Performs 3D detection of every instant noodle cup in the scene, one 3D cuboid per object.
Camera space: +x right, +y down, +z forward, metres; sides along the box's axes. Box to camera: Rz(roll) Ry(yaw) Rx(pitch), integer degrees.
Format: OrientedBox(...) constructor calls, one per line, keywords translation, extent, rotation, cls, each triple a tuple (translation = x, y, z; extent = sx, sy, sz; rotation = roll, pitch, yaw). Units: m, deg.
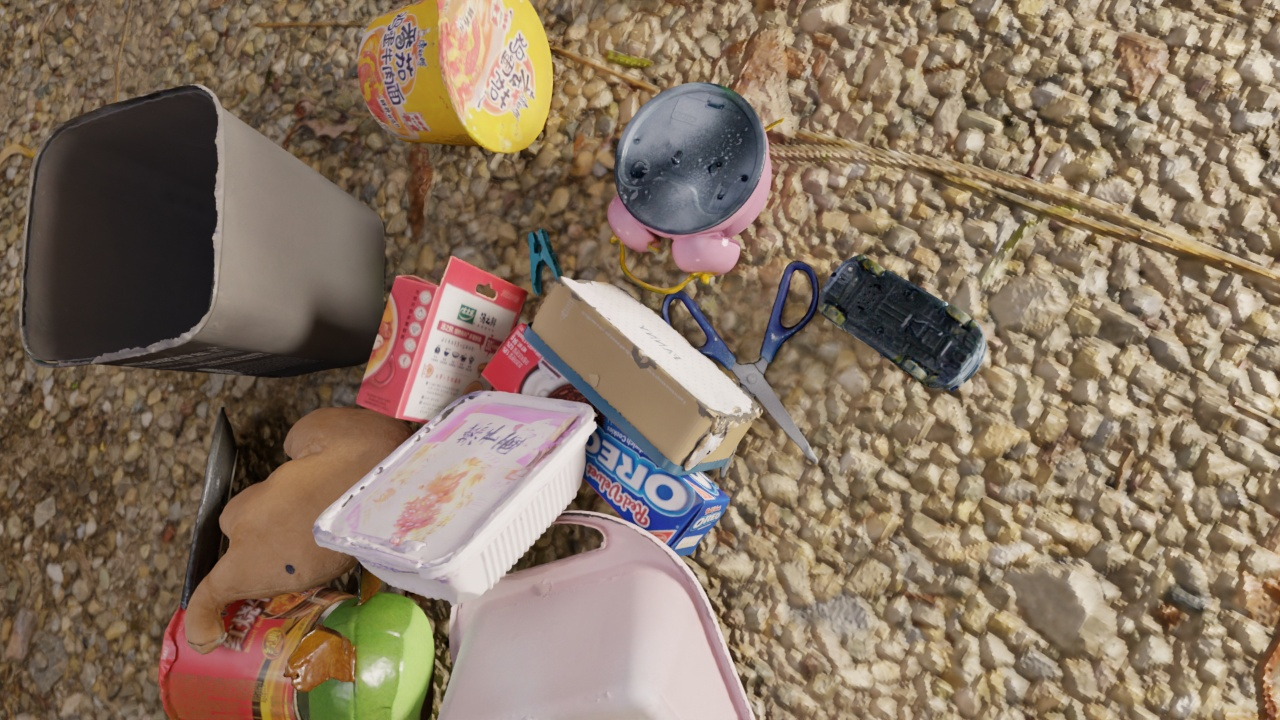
OrientedBox(translation=(-0.117, 0.094, 0.627), extent=(0.138, 0.173, 0.060), rotation=(5, 124, 36), cls="instant noodle cup")
OrientedBox(translation=(-0.156, -0.239, 0.758), extent=(0.110, 0.138, 0.138), rotation=(5, 83, 31), cls="instant noodle cup")
OrientedBox(translation=(-0.290, 0.236, 0.735), extent=(0.109, 0.138, 0.138), rotation=(5, 83, 14), cls="instant noodle cup")

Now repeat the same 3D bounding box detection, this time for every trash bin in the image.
OrientedBox(translation=(-0.340, -0.078, 0.755), extent=(0.199, 0.219, 0.198), rotation=(-7, 78, 21), cls="trash bin")

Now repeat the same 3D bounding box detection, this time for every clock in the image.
OrientedBox(translation=(0.036, -0.126, 0.694), extent=(0.117, 0.059, 0.158), rotation=(25, 90, 23), cls="clock")

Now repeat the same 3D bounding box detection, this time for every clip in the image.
OrientedBox(translation=(-0.081, -0.083, 0.760), extent=(0.038, 0.013, 0.055), rotation=(-19, 74, 18), cls="clip")

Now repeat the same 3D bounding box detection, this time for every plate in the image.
OrientedBox(translation=(-0.365, 0.130, 0.786), extent=(0.179, 0.024, 0.179), rotation=(-169, 90, -68), cls="plate")

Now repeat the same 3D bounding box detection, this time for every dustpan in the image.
OrientedBox(translation=(-0.022, 0.250, 0.648), extent=(0.223, 0.138, 0.273), rotation=(-17, 116, 17), cls="dustpan")

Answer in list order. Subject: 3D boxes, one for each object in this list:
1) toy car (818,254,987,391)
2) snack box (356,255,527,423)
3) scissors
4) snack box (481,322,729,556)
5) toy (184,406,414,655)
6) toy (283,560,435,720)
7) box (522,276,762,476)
OrientedBox(translation=(0.178, -0.026, 0.631), extent=(0.120, 0.036, 0.054), rotation=(39, 97, 33), cls="toy car")
OrientedBox(translation=(-0.154, -0.013, 0.724), extent=(0.044, 0.113, 0.127), rotation=(17, 87, 25), cls="snack box")
OrientedBox(translation=(0.081, -0.001, 0.680), extent=(0.176, 0.012, 0.162), rotation=(40, 98, 21), cls="scissors")
OrientedBox(translation=(-0.028, 0.057, 0.691), extent=(0.207, 0.058, 0.057), rotation=(43, 101, 22), cls="snack box")
OrientedBox(translation=(-0.260, 0.123, 0.711), extent=(0.144, 0.082, 0.225), rotation=(-1, 40, 28), cls="toy")
OrientedBox(translation=(-0.195, 0.246, 0.667), extent=(0.090, 0.226, 0.247), rotation=(5, 122, 0), cls="toy")
OrientedBox(translation=(-0.004, 0.004, 0.665), extent=(0.184, 0.089, 0.059), rotation=(40, 111, 29), cls="box")
